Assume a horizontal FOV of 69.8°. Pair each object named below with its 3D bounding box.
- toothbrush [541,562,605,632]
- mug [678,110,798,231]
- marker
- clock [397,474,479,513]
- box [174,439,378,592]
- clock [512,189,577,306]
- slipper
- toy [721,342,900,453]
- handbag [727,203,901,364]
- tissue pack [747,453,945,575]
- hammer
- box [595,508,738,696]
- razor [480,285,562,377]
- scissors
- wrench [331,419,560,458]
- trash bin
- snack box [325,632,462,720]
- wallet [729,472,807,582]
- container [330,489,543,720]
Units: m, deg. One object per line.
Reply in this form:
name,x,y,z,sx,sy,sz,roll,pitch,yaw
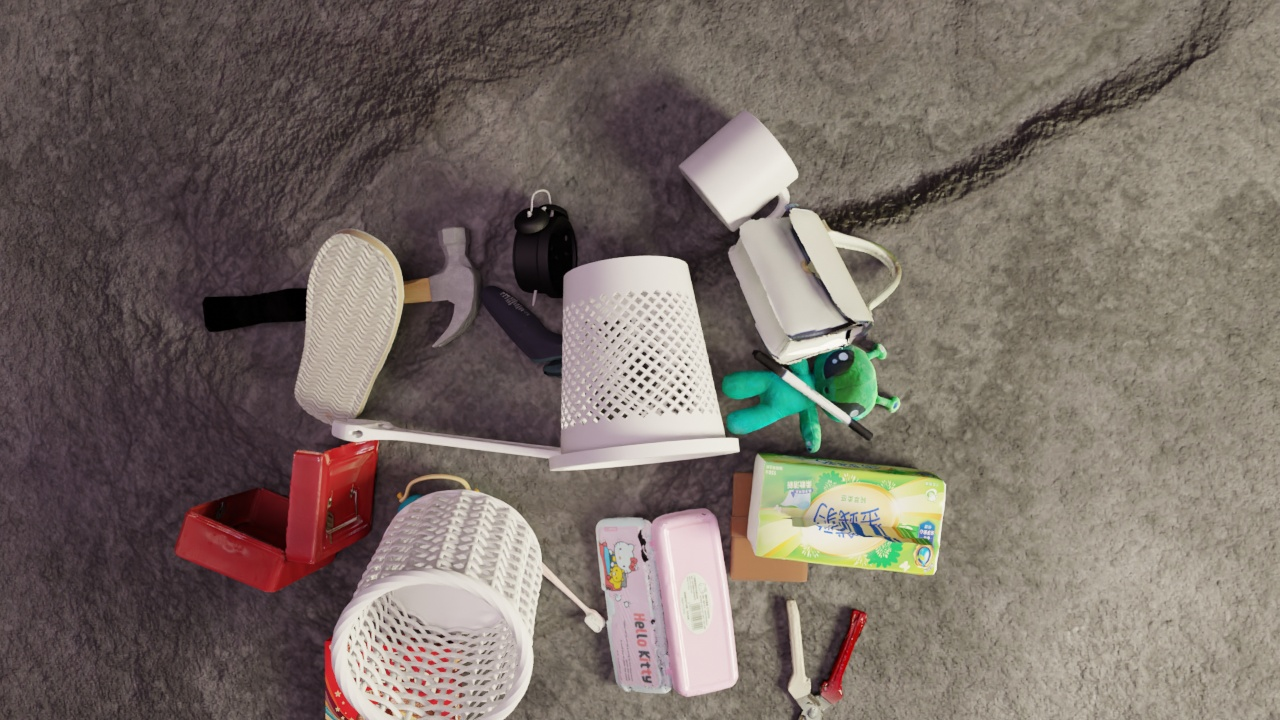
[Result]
toothbrush,-0.110,0.245,1.054,0.181,0.018,0.016,43,108,4
mug,0.113,-0.191,0.980,0.090,0.091,0.121,-40,120,6
marker,0.178,0.036,0.952,0.152,0.011,0.011,37,96,3
clock,-0.228,0.193,1.054,0.099,0.043,0.130,-3,99,7
box,-0.399,0.163,1.016,0.170,0.156,0.156,1,90,6
clock,-0.105,-0.125,1.002,0.043,0.091,0.121,3,106,17
slipper,-0.322,-0.035,1.010,0.115,0.052,0.264,27,126,1
toy,0.183,0.031,0.989,0.193,0.072,0.130,-10,93,-2
handbag,0.197,-0.091,0.959,0.175,0.074,0.151,-13,67,-17
tissue pack,0.214,0.162,0.942,0.198,0.141,0.120,0,92,1
hammer,-0.345,-0.070,1.059,0.328,0.039,0.131,-6,93,7
box,0.027,0.271,1.017,0.154,0.066,0.201,-8,90,7
razor,-0.124,-0.034,1.033,0.143,0.047,0.052,44,121,6
scissors,0.197,0.353,1.024,0.185,0.015,0.179,-36,89,7
wrench,-0.207,0.091,1.031,0.273,0.066,0.018,7,92,-3
trash bin,-0.006,0.006,0.958,0.195,0.195,0.199,-7,82,7
snack box,-0.287,0.391,1.071,0.152,0.036,0.132,1,92,7
wallet,0.144,0.186,1.023,0.087,0.013,0.121,2,93,2
container,-0.200,0.256,0.952,0.189,0.186,0.189,0,107,-2
